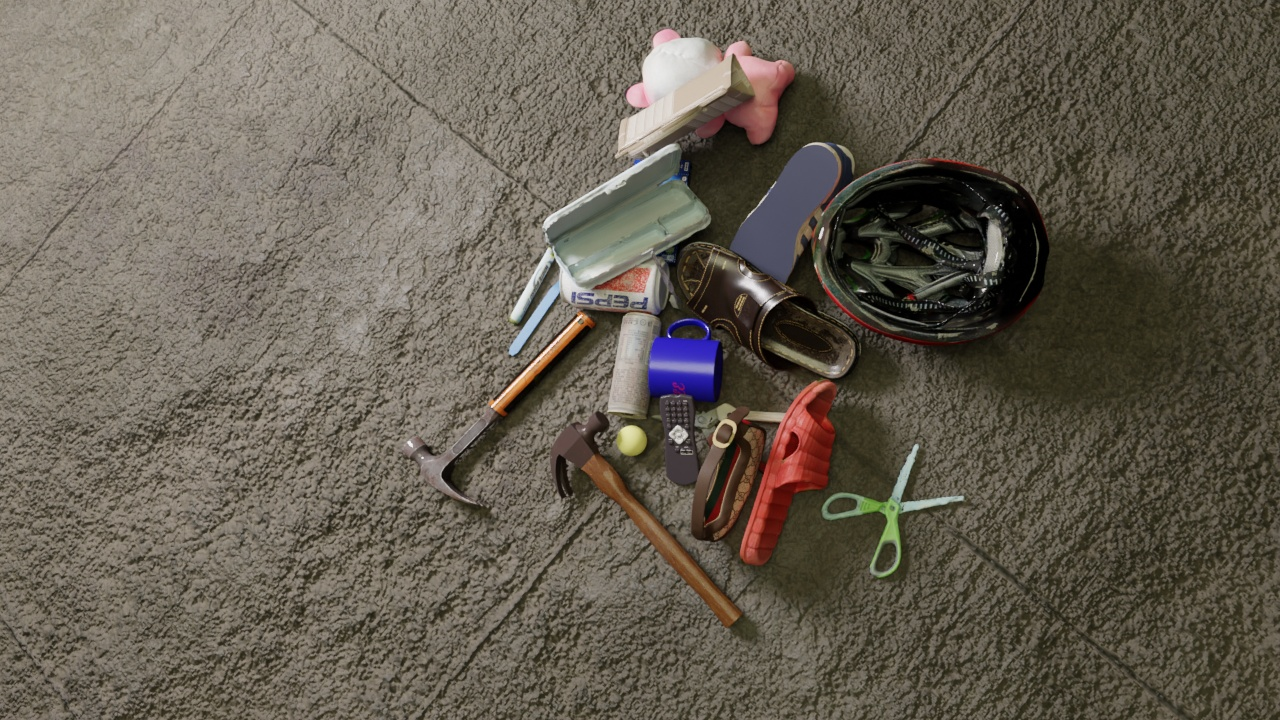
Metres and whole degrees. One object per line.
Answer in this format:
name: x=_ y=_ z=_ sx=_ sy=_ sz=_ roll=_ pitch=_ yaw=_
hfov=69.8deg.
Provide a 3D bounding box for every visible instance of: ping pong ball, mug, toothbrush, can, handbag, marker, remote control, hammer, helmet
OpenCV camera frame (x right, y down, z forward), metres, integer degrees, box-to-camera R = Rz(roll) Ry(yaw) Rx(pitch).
ping pong ball: x=-0.011 y=0.105 z=1.204 sx=0.040 sy=0.040 sz=0.040 roll=-3 pitch=78 yaw=12
mug: x=0.062 y=-0.003 z=1.193 sx=0.083 sy=0.079 sz=0.111 roll=4 pitch=67 yaw=13
toothbrush: x=-0.135 y=-0.077 z=1.284 sx=0.016 sy=0.014 sz=0.166 roll=34 pitch=88 yaw=17
can: x=-0.034 y=-0.105 z=1.234 sx=0.136 sy=0.078 sz=0.078 roll=6 pitch=79 yaw=14
handbag: x=0.039 y=-0.300 z=1.148 sx=0.176 sy=0.197 sz=0.062 roll=-25 pitch=106 yaw=26
handbag: x=0.100 y=0.139 z=1.112 sx=0.063 sy=0.138 sz=0.167 roll=21 pitch=103 yaw=17
can: x=-0.007 y=0.007 z=1.217 sx=0.054 sy=0.054 sz=0.135 roll=7 pitch=80 yaw=14
marker: x=-0.145 y=-0.116 z=1.294 sx=0.017 sy=0.017 sz=0.146 roll=27 pitch=86 yaw=16
remote control: x=0.051 y=0.103 z=1.177 sx=0.046 sy=0.009 sz=0.124 roll=0 pitch=107 yaw=18
hammer: x=-0.172 y=0.060 z=1.253 sx=0.314 sy=0.035 sz=0.138 roll=-45 pitch=73 yaw=0
hammer: x=0.007 y=0.209 z=1.171 sx=0.323 sy=0.033 sz=0.115 roll=46 pitch=111 yaw=12
helmet: x=0.343 y=-0.127 z=1.105 sx=0.272 sy=0.167 sz=0.217 roll=9 pitch=92 yaw=9
toothbrush: x=0.030 y=-0.101 z=1.165 sx=0.010 sy=0.181 sz=0.010 roll=14 pitch=76 yaw=18

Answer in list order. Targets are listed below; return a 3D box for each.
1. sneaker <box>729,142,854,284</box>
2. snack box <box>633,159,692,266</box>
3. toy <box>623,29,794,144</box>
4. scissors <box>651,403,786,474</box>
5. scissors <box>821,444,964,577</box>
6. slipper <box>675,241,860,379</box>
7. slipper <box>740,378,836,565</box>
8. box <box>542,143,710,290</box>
sneaker: x=0.200 y=-0.188 z=1.209 sx=0.091 sy=0.118 sz=0.234 roll=33 pitch=121 yaw=12
snack box: x=0.021 y=-0.206 z=1.269 sx=0.082 sy=0.027 sz=0.150 roll=6 pitch=79 yaw=13
toy: x=0.095 y=-0.382 z=1.260 sx=0.213 sy=0.084 sz=0.142 roll=20 pitch=83 yaw=13
scissors: x=0.119 y=0.090 z=1.192 sx=0.179 sy=0.015 sz=0.187 roll=-27 pitch=74 yaw=7
scissors: x=0.305 y=0.180 z=1.130 sx=0.168 sy=0.023 sz=0.171 roll=17 pitch=81 yaw=21
slipper: x=0.154 y=-0.059 z=1.166 sx=0.268 sy=0.075 sz=0.113 roll=33 pitch=117 yaw=12
slipper: x=0.194 y=0.141 z=1.119 sx=0.059 sy=0.103 sz=0.248 roll=21 pitch=86 yaw=30
box: x=-0.025 y=-0.198 z=1.173 sx=0.215 sy=0.125 sz=0.106 roll=-30 pitch=53 yaw=-11
